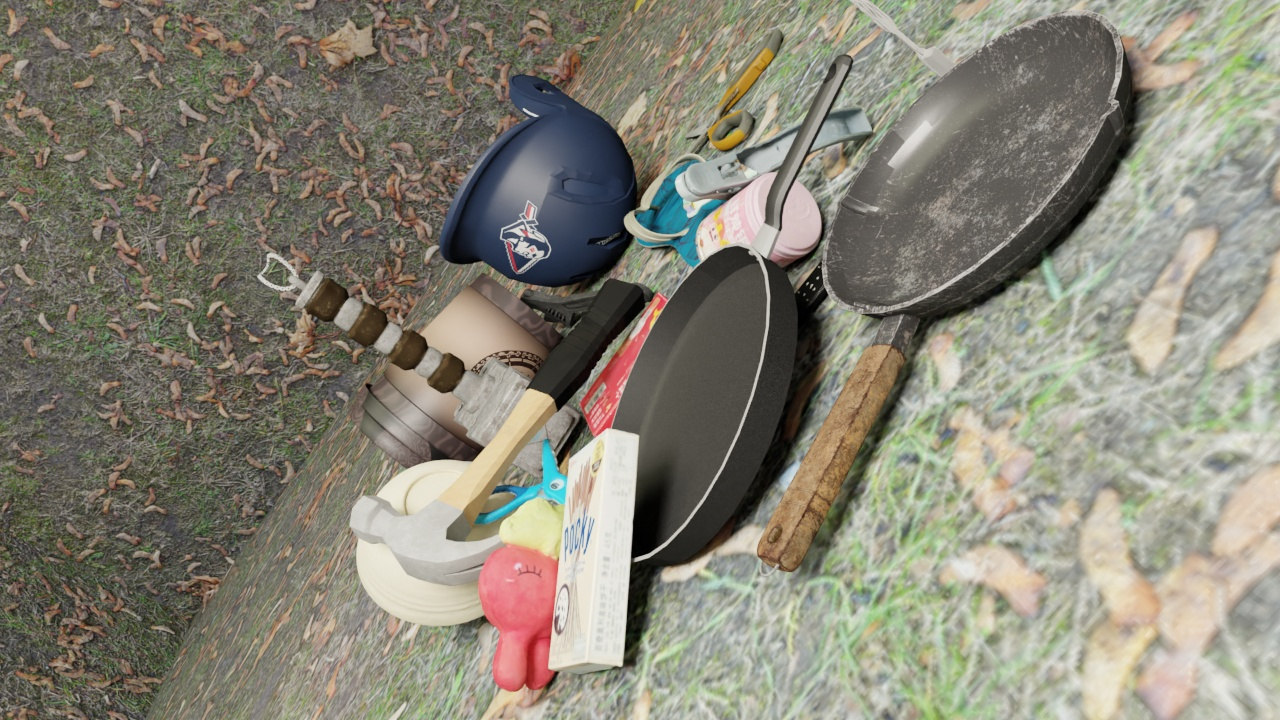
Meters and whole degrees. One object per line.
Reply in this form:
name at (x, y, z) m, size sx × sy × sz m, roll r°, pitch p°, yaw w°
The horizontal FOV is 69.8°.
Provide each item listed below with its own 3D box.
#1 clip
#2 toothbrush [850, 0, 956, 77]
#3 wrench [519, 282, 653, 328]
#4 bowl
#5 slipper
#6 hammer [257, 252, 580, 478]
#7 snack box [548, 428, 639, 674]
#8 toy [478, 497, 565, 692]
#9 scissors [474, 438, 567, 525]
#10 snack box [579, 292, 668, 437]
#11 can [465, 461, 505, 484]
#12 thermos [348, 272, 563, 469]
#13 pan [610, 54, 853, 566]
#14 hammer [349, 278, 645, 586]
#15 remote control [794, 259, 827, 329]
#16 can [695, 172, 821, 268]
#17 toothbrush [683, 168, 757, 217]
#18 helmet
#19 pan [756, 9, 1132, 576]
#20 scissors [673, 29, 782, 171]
clip at (0.104, -0.154, 0.739) m, size 0.164 × 0.032 × 0.165 m, roll -24°, pitch -6°, yaw 5°
toothbrush at (0.150, -0.239, 0.609) m, size 0.010 × 0.181 × 0.010 m, roll 3°, pitch 66°, yaw 65°
wrench at (-0.064, -0.067, 1.039) m, size 0.274 × 0.073 × 0.018 m, roll -3°, pitch 55°, yaw 59°
bowl at (-0.168, 0.141, 0.783) m, size 0.075 × 0.151 × 0.150 m, roll 98°, pitch -176°, yaw -45°
slipper at (0.039, -0.163, 0.942) m, size 0.118 × 0.060 × 0.295 m, roll -50°, pitch 20°, yaw 6°
hammer at (-0.220, -0.006, 0.899) m, size 0.079 × 0.326 × 0.177 m, roll -58°, pitch 19°, yaw -5°
snack box at (-0.031, 0.127, 0.610) m, size 0.082 × 0.026 × 0.149 m, roll 135°, pitch 143°, yaw -59°
toy at (-0.075, 0.164, 0.649) m, size 0.045 × 0.091 × 0.135 m, roll -11°, pitch 61°, yaw 40°
scissors at (-0.076, 0.110, 0.743) m, size 0.140 × 0.011 × 0.134 m, roll -16°, pitch 41°, yaw -3°
snack box at (-0.005, 0.005, 0.832) m, size 0.133 × 0.021 × 0.089 m, roll -54°, pitch 19°, yaw 7°
can at (-0.178, 0.169, 0.884) m, size 0.088 × 0.088 × 0.139 m, roll -46°, pitch 22°, yaw 28°
thermos at (-0.211, 0.022, 1.098) m, size 0.226 × 0.172 × 0.173 m, roll -51°, pitch 19°, yaw -5°
pan at (0.062, -0.028, 0.609) m, size 0.357 × 0.034 × 0.225 m, roll -64°, pitch 19°, yaw 12°
hammer at (-0.091, 0.045, 0.772) m, size 0.131 × 0.039 × 0.327 m, roll 17°, pitch 52°, yaw 25°
remote control at (0.105, -0.029, 0.641) m, size 0.140 × 0.009 × 0.030 m, roll -52°, pitch 20°, yaw 11°
can at (0.090, -0.098, 0.700) m, size 0.076 × 0.067 × 0.067 m, roll -30°, pitch 32°, yaw 54°
toothbrush at (0.102, -0.168, 0.814) m, size 0.155 × 0.015 × 0.022 m, roll -25°, pitch 71°, yaw 31°
helmet at (-0.124, -0.192, 1.105) m, size 0.271 × 0.223 × 0.233 m, roll -25°, pitch -24°, yaw -43°
pan at (0.152, -0.038, 0.503) m, size 0.356 × 0.040 × 0.208 m, roll -62°, pitch 20°, yaw -14°
scissors at (0.100, -0.290, 1.062) m, size 0.230 × 0.016 × 0.225 m, roll -57°, pitch 18°, yaw -1°
